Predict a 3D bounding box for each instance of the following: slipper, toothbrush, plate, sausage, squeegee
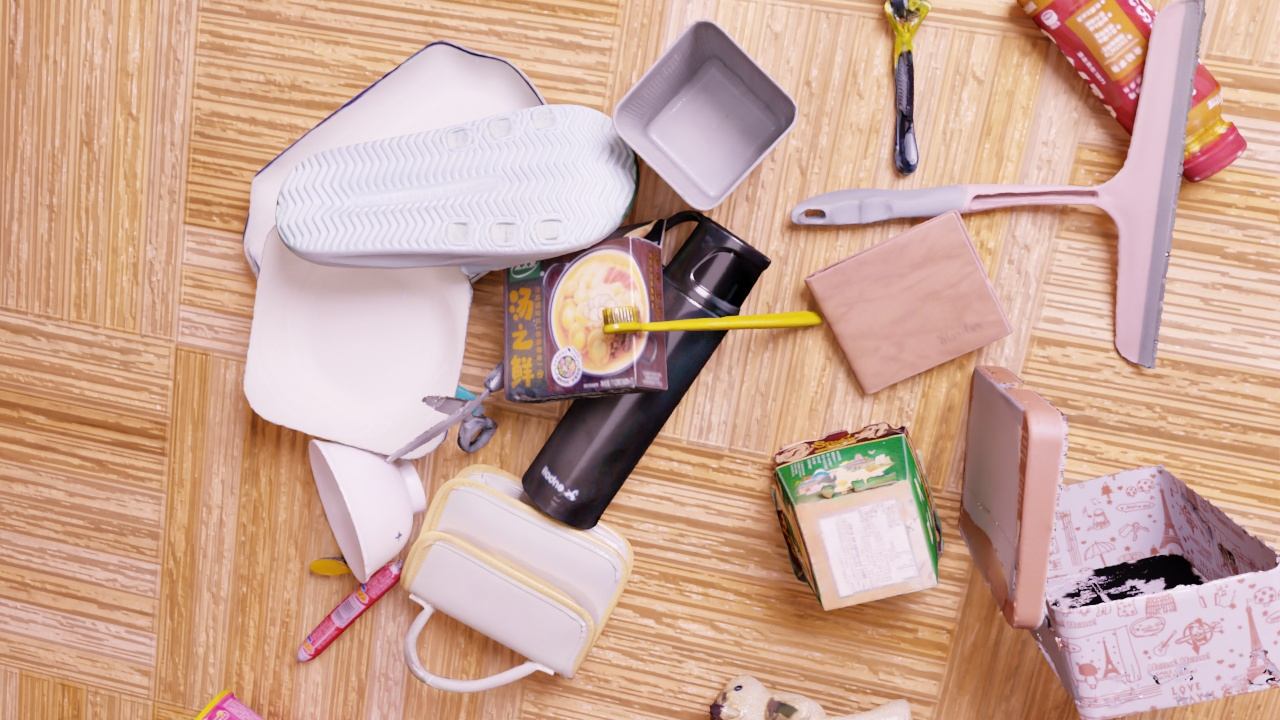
[{"bbox_3d":[-0.121,-0.105,0.628,0.245,0.074,0.104,-7,75,-1],"label":"slipper"},{"bbox_3d":[-0.182,0.176,0.763,0.191,0.018,0.016,2,102,5],"label":"toothbrush"},{"bbox_3d":[-0.207,-0.019,0.685,0.163,0.034,0.164,15,102,5],"label":"plate"},{"bbox_3d":[0.054,-0.029,0.628,0.016,0.189,0.016,-14,81,54],"label":"toothbrush"},{"bbox_3d":[-0.178,-0.121,0.699,0.266,0.034,0.162,-33,94,12],"label":"plate"},{"bbox_3d":[-0.244,0.210,0.765,0.020,0.020,0.156,47,112,-2],"label":"sausage"},{"bbox_3d":[0.231,-0.111,0.638,0.250,0.040,0.248,0,119,15],"label":"squeegee"}]

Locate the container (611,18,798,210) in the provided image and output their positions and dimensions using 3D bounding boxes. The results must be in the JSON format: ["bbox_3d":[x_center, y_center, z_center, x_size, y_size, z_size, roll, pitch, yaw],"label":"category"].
[{"bbox_3d":[0.047,-0.159,0.618,0.090,0.114,0.090,45,103,-1],"label":"container"}]

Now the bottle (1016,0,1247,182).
[{"bbox_3d":[0.323,-0.195,0.601,0.057,0.057,0.175,-41,92,13],"label":"bottle"}]

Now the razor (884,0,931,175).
[{"bbox_3d":[0.186,-0.202,0.639,0.042,0.022,0.143,-7,105,-13],"label":"razor"}]

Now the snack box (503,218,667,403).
[{"bbox_3d":[-0.039,-0.036,0.649,0.113,0.053,0.125,-7,82,31],"label":"snack box"}]

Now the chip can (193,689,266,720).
[{"bbox_3d":[-0.295,0.374,0.784,0.210,0.071,0.071,36,103,1],"label":"chip can"}]

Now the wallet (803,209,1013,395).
[{"bbox_3d":[0.190,-0.039,0.652,0.115,0.020,0.101,-26,103,24],"label":"wallet"}]

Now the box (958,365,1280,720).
[{"bbox_3d":[0.288,0.092,0.597,0.156,0.182,0.193,-14,100,10],"label":"box"}]

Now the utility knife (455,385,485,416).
[{"bbox_3d":[-0.194,0.006,0.734,0.157,0.013,0.029,28,104,3],"label":"utility knife"}]

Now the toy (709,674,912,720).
[{"bbox_3d":[0.132,0.280,0.716,0.157,0.066,0.105,2,142,4],"label":"toy"}]

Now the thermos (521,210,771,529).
[{"bbox_3d":[-0.004,0.004,0.685,0.090,0.068,0.243,38,102,25],"label":"thermos"}]

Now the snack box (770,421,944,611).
[{"bbox_3d":[0.156,0.118,0.656,0.118,0.105,0.117,-16,98,11],"label":"snack box"}]

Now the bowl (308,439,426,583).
[{"bbox_3d":[-0.209,0.107,0.721,0.064,0.118,0.118,-21,98,-28],"label":"bowl"}]

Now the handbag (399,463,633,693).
[{"bbox_3d":[-0.110,0.190,0.719,0.163,0.063,0.179,27,95,4],"label":"handbag"}]

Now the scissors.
[{"bbox_3d":[-0.125,0.035,0.660,0.014,0.175,0.160,33,146,11],"label":"scissors"}]
